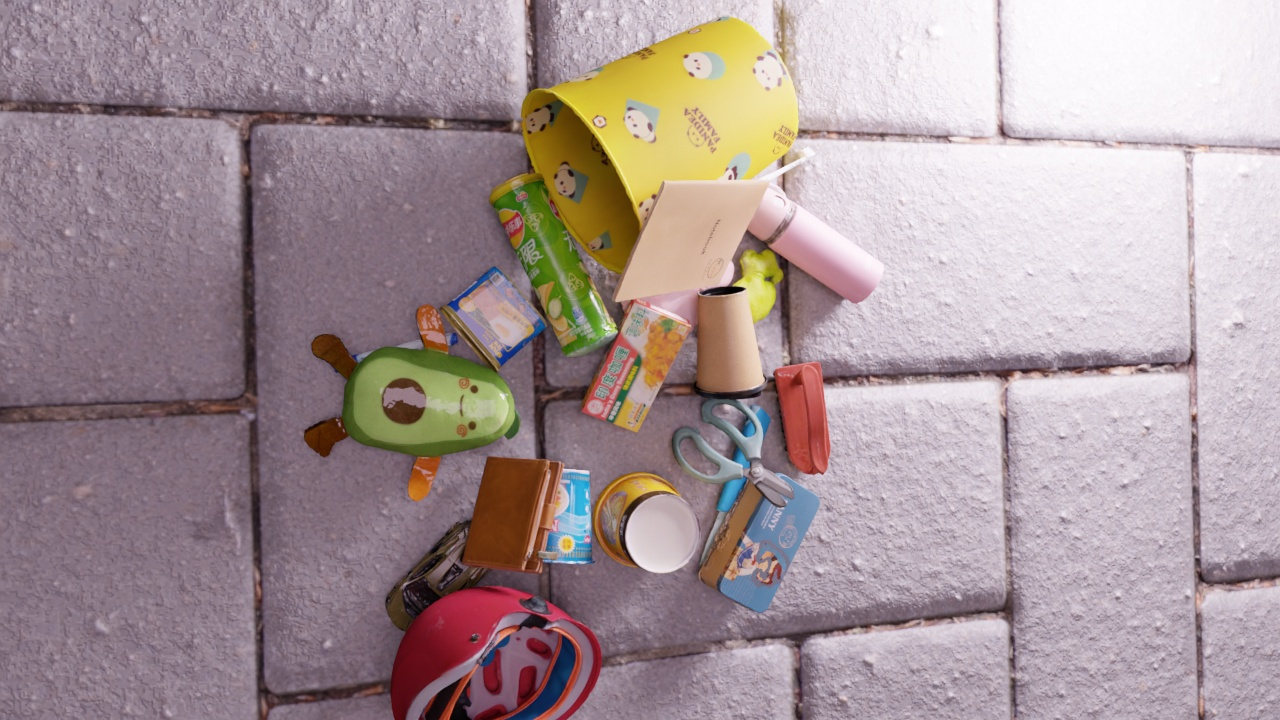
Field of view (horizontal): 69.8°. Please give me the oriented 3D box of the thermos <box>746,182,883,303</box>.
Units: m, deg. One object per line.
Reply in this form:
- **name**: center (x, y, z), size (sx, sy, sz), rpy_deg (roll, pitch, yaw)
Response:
- **thermos**: center (0.222, -0.159, 1.201), size (0.198, 0.067, 0.087), rpy_deg (32, 50, -11)

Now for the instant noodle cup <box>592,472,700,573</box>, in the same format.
- **instant noodle cup**: center (0.012, 0.200, 1.113), size (0.118, 0.114, 0.118), rpy_deg (0, 90, -16)

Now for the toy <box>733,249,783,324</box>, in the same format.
- **toy**: center (0.150, -0.094, 1.190), size (0.096, 0.031, 0.100), rpy_deg (-6, 96, -34)

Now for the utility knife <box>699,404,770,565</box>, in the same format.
- **utility knife**: center (0.120, 0.164, 1.191), size (0.034, 0.018, 0.218), rpy_deg (24, 84, -29)

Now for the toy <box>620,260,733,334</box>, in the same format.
- **toy**: center (0.045, -0.093, 1.153), size (0.159, 0.054, 0.121), rpy_deg (-38, 109, -15)

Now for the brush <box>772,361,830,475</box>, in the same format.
- **brush**: center (0.215, 0.077, 1.190), size (0.063, 0.069, 0.146), rpy_deg (-9, 92, -14)

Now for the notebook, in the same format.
- **notebook**: center (0.060, -0.139, 1.040), size (0.207, 0.008, 0.148), rpy_deg (-14, 137, -50)

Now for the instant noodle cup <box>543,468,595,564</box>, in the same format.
- **instant noodle cup**: center (-0.100, 0.185, 1.100), size (0.099, 0.099, 0.110), rpy_deg (5, 80, -15)

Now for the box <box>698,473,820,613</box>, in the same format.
- **box**: center (0.155, 0.223, 1.172), size (0.089, 0.061, 0.184), rpy_deg (30, 84, -27)

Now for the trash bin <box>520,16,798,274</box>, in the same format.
- **trash bin**: center (0.029, -0.263, 1.072), size (0.254, 0.230, 0.229), rpy_deg (-34, 98, -19)

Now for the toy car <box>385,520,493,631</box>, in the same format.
- **toy car**: center (-0.232, 0.258, 1.087), size (0.158, 0.042, 0.070), rpy_deg (-46, 100, -8)

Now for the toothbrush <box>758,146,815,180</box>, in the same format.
- **toothbrush**: center (0.169, -0.241, 1.174), size (0.179, 0.016, 0.016), rpy_deg (-33, 89, -37)

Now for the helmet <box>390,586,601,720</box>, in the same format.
- **helmet**: center (-0.176, 0.344, 1.045), size (0.239, 0.144, 0.207), rpy_deg (2, 113, -43)

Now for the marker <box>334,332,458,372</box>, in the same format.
- **marker**: center (-0.289, -0.011, 1.084), size (0.145, 0.017, 0.017), rpy_deg (-14, 93, -14)

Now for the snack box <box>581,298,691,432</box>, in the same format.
- **snack box**: center (-0.007, 0.007, 1.124), size (0.077, 0.027, 0.156), rpy_deg (22, 108, -14)

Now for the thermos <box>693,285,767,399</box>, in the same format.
- **thermos**: center (0.108, -0.017, 1.140), size (0.093, 0.093, 0.143), rpy_deg (-10, 105, -15)

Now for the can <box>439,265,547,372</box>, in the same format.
- **can**: center (-0.174, -0.050, 1.095), size (0.083, 0.057, 0.102), rpy_deg (-42, 100, -14)

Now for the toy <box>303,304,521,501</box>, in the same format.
- **toy**: center (-0.258, 0.048, 1.055), size (0.246, 0.090, 0.227), rpy_deg (4, 98, -11)

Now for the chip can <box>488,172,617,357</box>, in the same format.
- **chip can**: center (-0.103, -0.111, 1.092), size (0.072, 0.073, 0.221), rpy_deg (-26, 89, -14)

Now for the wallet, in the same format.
- **wallet**: center (-0.143, 0.176, 1.052), size (0.119, 0.035, 0.130), rpy_deg (1, 67, 26)

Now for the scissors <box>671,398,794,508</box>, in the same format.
- **scissors**: center (0.114, 0.132, 1.148), size (0.143, 0.019, 0.180), rpy_deg (-34, 67, -7)
